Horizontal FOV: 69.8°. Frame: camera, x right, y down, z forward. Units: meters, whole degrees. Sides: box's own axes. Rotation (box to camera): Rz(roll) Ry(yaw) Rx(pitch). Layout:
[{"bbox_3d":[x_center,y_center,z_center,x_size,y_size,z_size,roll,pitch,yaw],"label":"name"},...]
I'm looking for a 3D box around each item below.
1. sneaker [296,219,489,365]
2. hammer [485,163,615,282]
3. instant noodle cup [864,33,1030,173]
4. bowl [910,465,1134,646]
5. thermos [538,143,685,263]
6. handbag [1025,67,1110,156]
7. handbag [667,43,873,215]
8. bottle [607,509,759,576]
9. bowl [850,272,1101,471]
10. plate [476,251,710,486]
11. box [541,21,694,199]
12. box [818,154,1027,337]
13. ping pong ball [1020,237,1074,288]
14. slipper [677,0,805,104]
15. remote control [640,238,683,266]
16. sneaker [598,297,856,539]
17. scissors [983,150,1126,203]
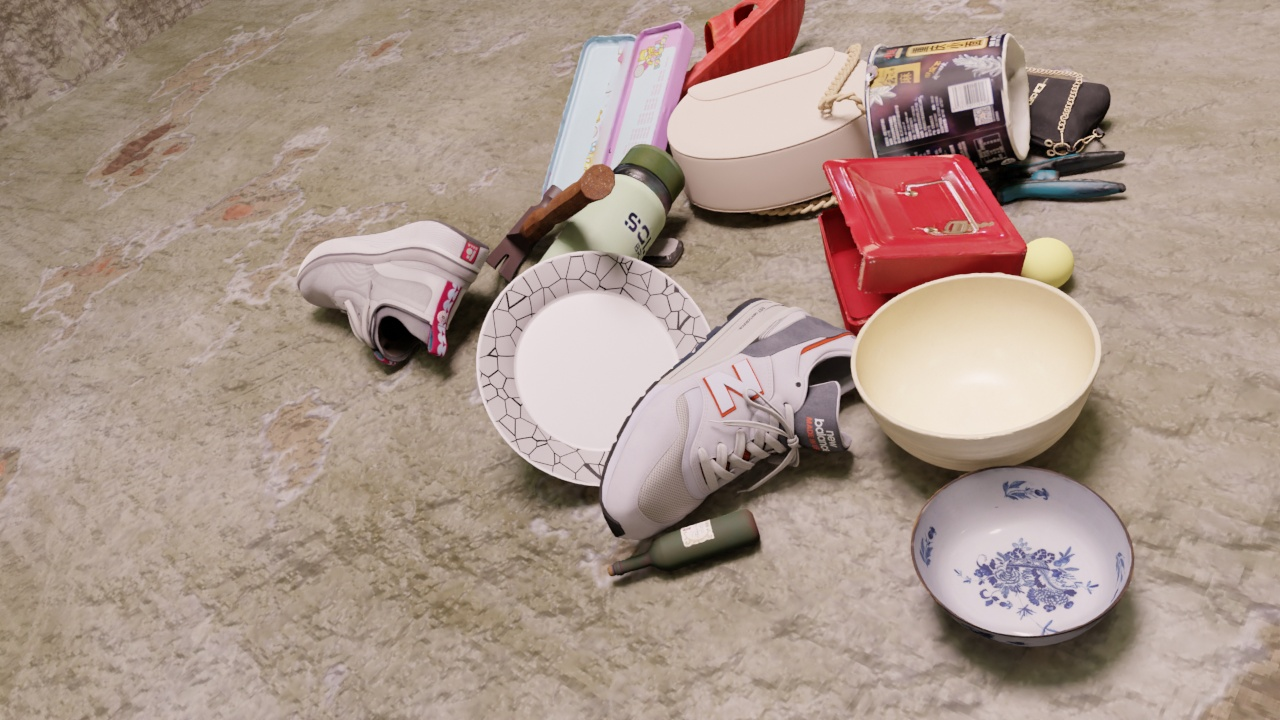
[{"bbox_3d":[-0.263,-0.057,0.926,0.264,0.096,0.128,-3,69,38],"label":"sneaker"},{"bbox_3d":[-0.078,-0.132,0.827,0.115,0.033,0.323,-52,14,-10],"label":"hammer"},{"bbox_3d":[0.268,-0.214,0.788,0.112,0.137,0.137,-3,44,33],"label":"instant noodle cup"},{"bbox_3d":[0.216,0.118,0.526,0.114,0.045,0.114,-14,41,12],"label":"bowl"},{"bbox_3d":[-0.039,-0.104,0.853,0.082,0.082,0.230,12,58,35],"label":"thermos"},{"bbox_3d":[0.358,-0.221,0.834,0.129,0.054,0.079,24,70,38],"label":"handbag"},{"bbox_3d":[0.133,-0.236,0.911,0.211,0.103,0.208,-14,37,9],"label":"handbag"},{"bbox_3d":[0.028,0.127,0.622,0.106,0.025,0.025,-19,40,5],"label":"bottle"},{"bbox_3d":[0.222,0.018,0.610,0.151,0.075,0.150,-14,42,12],"label":"bowl"},{"bbox_3d":[-0.032,0.005,0.715,0.188,0.016,0.188,3,72,-11],"label":"plate"},{"bbox_3d":[-0.027,-0.264,1.001,0.151,0.035,0.214,7,78,35],"label":"box"},{"bbox_3d":[0.214,-0.083,0.723,0.134,0.110,0.157,-5,39,4],"label":"box"},{"bbox_3d":[0.307,-0.073,0.696,0.040,0.040,0.040,-13,41,12],"label":"ping pong ball"},{"bbox_3d":[0.096,-0.345,1.049,0.059,0.103,0.248,37,75,28],"label":"slipper"},{"bbox_3d":[-0.021,-0.110,0.915,0.137,0.013,0.033,6,50,31],"label":"remote control"},{"bbox_3d":[0.082,0.040,0.642,0.124,0.089,0.239,11,47,37],"label":"sneaker"},{"bbox_3d":[0.342,-0.155,0.786,0.123,0.019,0.148,-35,39,-12],"label":"scissors"}]
